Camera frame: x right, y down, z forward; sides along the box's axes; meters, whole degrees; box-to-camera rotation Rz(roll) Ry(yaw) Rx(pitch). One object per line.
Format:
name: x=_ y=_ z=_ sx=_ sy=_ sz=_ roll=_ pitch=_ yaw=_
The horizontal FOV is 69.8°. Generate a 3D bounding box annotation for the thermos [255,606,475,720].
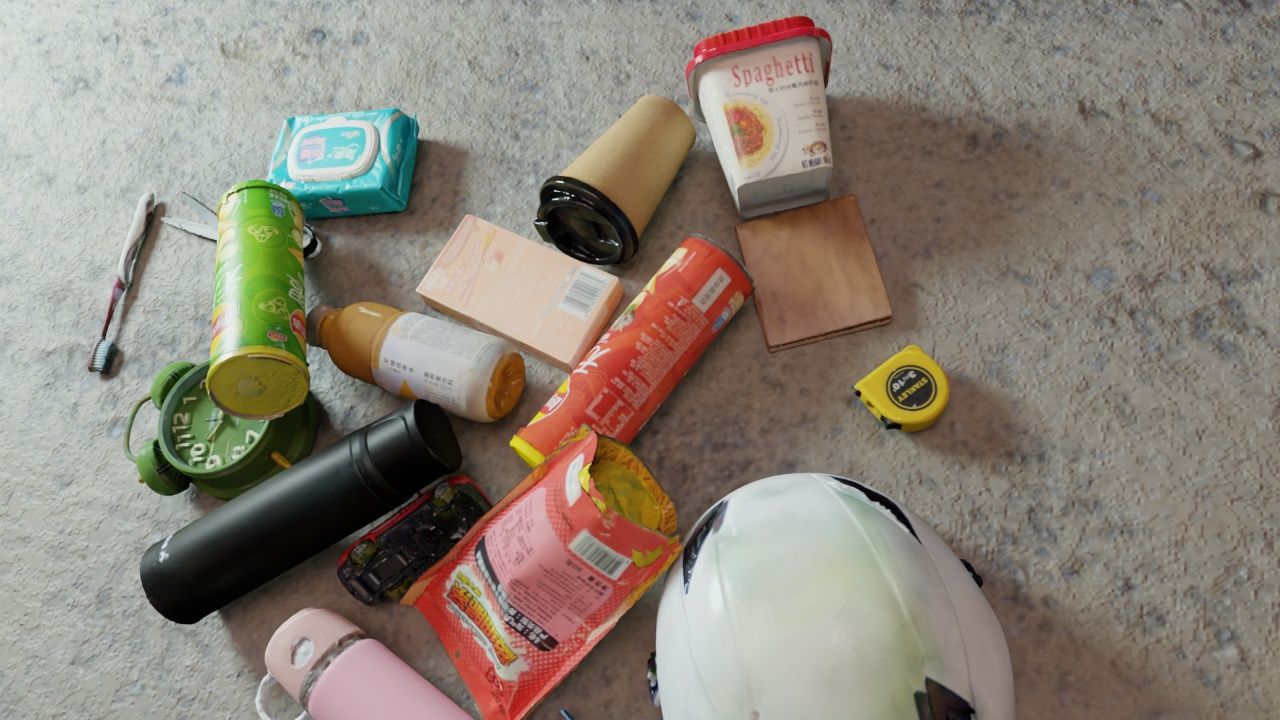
thermos: x=-0.176 y=0.252 z=0.624 sx=0.199 sy=0.067 sz=0.087 roll=29 pitch=73 yaw=20

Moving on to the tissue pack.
tissue pack: x=-0.267 y=-0.180 z=0.837 sx=0.133 sy=0.050 sz=0.093 roll=-3 pitch=66 yaw=10

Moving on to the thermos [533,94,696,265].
thermos: x=-0.017 y=-0.149 z=0.757 sx=0.093 sy=0.093 sz=0.143 roll=26 pitch=66 yaw=20

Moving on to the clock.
clock: x=-0.347 y=0.053 z=0.749 sx=0.161 sy=0.056 sz=0.116 roll=-5 pitch=65 yaw=9

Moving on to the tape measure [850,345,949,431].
tape measure: x=0.194 y=0.024 z=0.669 sx=0.060 sy=0.029 sz=0.057 roll=-36 pitch=64 yaw=-6

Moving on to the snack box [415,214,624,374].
snack box: x=-0.101 y=-0.057 z=0.764 sx=0.157 sy=0.026 sz=0.084 roll=25 pitch=74 yaw=20

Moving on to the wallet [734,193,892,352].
wallet: x=0.136 y=-0.070 z=0.728 sx=0.101 sy=0.020 sz=0.115 roll=-15 pitch=68 yaw=6

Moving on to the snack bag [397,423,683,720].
snack bag: x=-0.070 y=0.150 z=0.625 sx=0.128 sy=0.073 sz=0.208 roll=48 pitch=111 yaw=17

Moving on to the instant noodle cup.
instant noodle cup: x=0.104 y=-0.190 z=0.741 sx=0.116 sy=0.116 sz=0.124 roll=-11 pitch=78 yaw=6

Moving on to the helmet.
helmet: x=0.109 y=0.177 z=0.556 sx=0.229 sy=0.146 sz=0.258 roll=-14 pitch=65 yaw=5

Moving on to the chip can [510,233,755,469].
chip can: x=-0.004 y=0.004 z=0.694 sx=0.073 sy=0.073 sz=0.216 roll=35 pitch=78 yaw=22

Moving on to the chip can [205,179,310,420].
chip can: x=-0.306 y=-0.057 z=0.739 sx=0.072 sy=0.073 sz=0.221 roll=-21 pitch=50 yaw=1

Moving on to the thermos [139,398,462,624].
thermos: x=-0.248 y=0.108 z=0.687 sx=0.243 sy=0.090 sz=0.068 roll=-29 pitch=109 yaw=8

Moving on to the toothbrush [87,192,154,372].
toothbrush: x=-0.479 y=-0.076 z=0.854 sx=0.017 sy=0.016 sz=0.187 roll=3 pitch=68 yaw=4

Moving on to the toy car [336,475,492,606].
toy car: x=-0.167 y=0.130 z=0.682 sx=0.120 sy=0.053 sz=0.045 roll=-33 pitch=26 yaw=-3

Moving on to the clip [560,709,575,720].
clip: x=-0.038 y=0.262 z=0.617 sx=0.058 sy=0.026 sz=0.038 roll=39 pitch=71 yaw=19

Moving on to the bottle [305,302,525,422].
bottle: x=-0.186 y=-0.005 z=0.735 sx=0.190 sy=0.068 sz=0.068 roll=16 pitch=71 yaw=20

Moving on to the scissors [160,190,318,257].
scissors: x=-0.377 y=-0.109 z=0.849 sx=0.165 sy=0.014 sz=0.163 roll=-13 pitch=65 yaw=5
